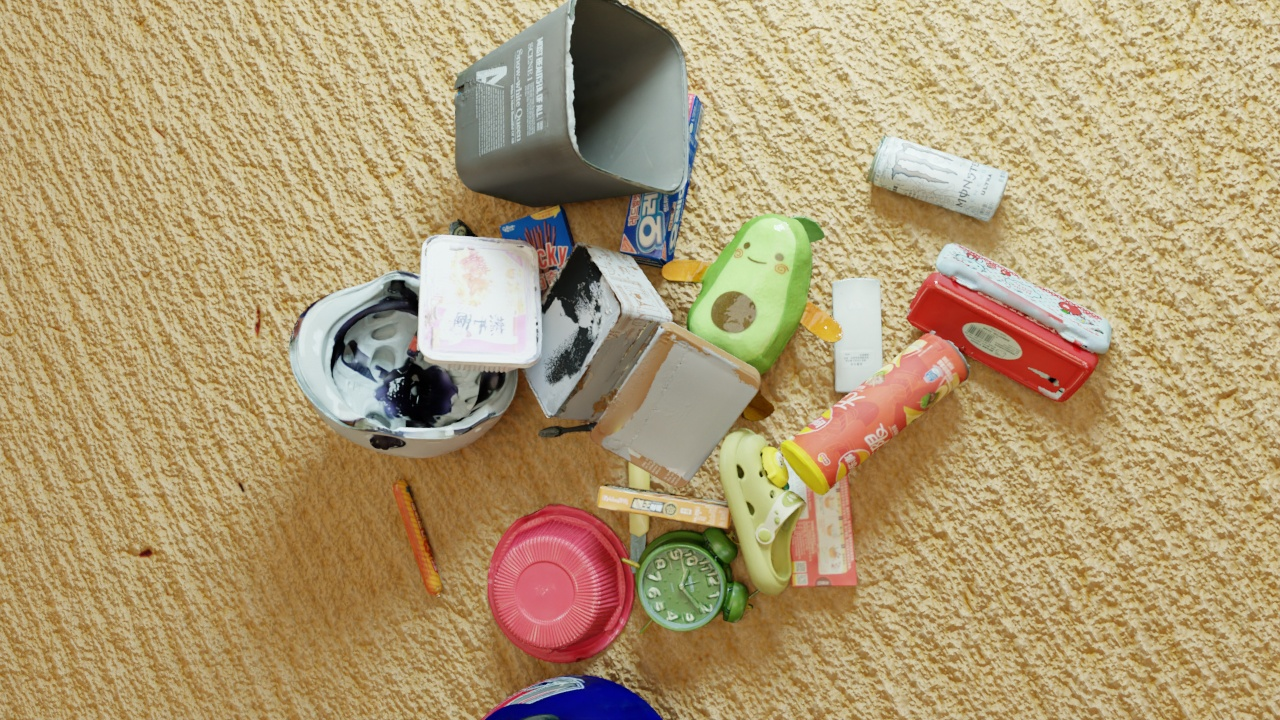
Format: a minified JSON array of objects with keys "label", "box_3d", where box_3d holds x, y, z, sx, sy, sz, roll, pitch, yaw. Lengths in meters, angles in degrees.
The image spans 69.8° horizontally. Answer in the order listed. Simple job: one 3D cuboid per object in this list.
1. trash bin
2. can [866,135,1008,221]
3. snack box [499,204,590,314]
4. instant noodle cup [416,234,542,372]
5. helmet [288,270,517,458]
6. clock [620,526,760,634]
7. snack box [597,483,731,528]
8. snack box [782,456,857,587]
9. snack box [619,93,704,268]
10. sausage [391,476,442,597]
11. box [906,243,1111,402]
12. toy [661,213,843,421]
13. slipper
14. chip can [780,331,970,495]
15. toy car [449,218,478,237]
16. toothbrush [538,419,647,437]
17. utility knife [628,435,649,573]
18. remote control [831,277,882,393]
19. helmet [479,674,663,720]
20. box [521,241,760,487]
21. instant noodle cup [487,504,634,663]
[{"label":"trash bin","box_3d":[-0.087,-0.279,1.053,0.220,0.198,0.199,-5,82,40]},{"label":"can","box_3d":[0.337,-0.208,1.045,0.147,0.058,0.058,22,91,13]},{"label":"snack box","box_3d":[-0.117,-0.110,1.160,0.085,0.026,0.157,-18,83,11]},{"label":"instant noodle cup","box_3d":[-0.186,-0.058,1.061,0.138,0.060,0.173,3,60,-14]},{"label":"helmet","box_3d":[-0.283,0.021,1.111,0.258,0.146,0.228,0,60,-16]},{"label":"clock","box_3d":[0.066,0.257,1.076,0.161,0.056,0.116,-15,89,7]},{"label":"snack box","box_3d":[0.029,0.169,1.074,0.154,0.075,0.026,8,87,5]},{"label":"snack box","box_3d":[0.208,0.185,1.068,0.075,0.025,0.153,-5,85,12]},{"label":"snack box","box_3d":[0.028,-0.219,1.118,0.058,0.057,0.207,12,90,16]},{"label":"sausage","box_3d":[-0.288,0.227,1.182,0.021,0.021,0.165,-23,82,11]},{"label":"box","box_3d":[0.414,-0.052,1.024,0.201,0.095,0.101,30,52,12]},{"label":"toy","box_3d":[0.125,-0.062,1.069,0.227,0.090,0.247,23,96,12]},{"label":"slipper","box_3d":[0.149,0.166,1.031,0.082,0.091,0.190,-14,86,27]},{"label":"chip can","box_3d":[0.259,0.058,1.012,0.216,0.073,0.073,-36,79,-10]},{"label":"toy car","box_3d":[-0.210,-0.124,1.168,0.037,0.054,0.120,-30,80,8]},{"label":"toothbrush","box_3d":[-0.040,0.080,1.129,0.190,0.016,0.014,-8,84,18]},{"label":"utility knife","box_3d":[-0.004,0.161,1.121,0.031,0.020,0.195,-2,79,18]},{"label":"remote control","box_3d":[0.254,-0.029,1.073,0.056,0.019,0.135,-2,86,13]},{"label":"helmet","box_3d":[-0.102,0.489,1.009,0.315,0.247,0.240,-34,40,3]},{"label":"box","box_3d":[-0.015,0.008,1.041,0.272,0.130,0.180,42,118,14]},{"label":"instant noodle cup","box_3d":[-0.107,0.276,1.116,0.194,0.066,0.193,-1,86,14]}]
